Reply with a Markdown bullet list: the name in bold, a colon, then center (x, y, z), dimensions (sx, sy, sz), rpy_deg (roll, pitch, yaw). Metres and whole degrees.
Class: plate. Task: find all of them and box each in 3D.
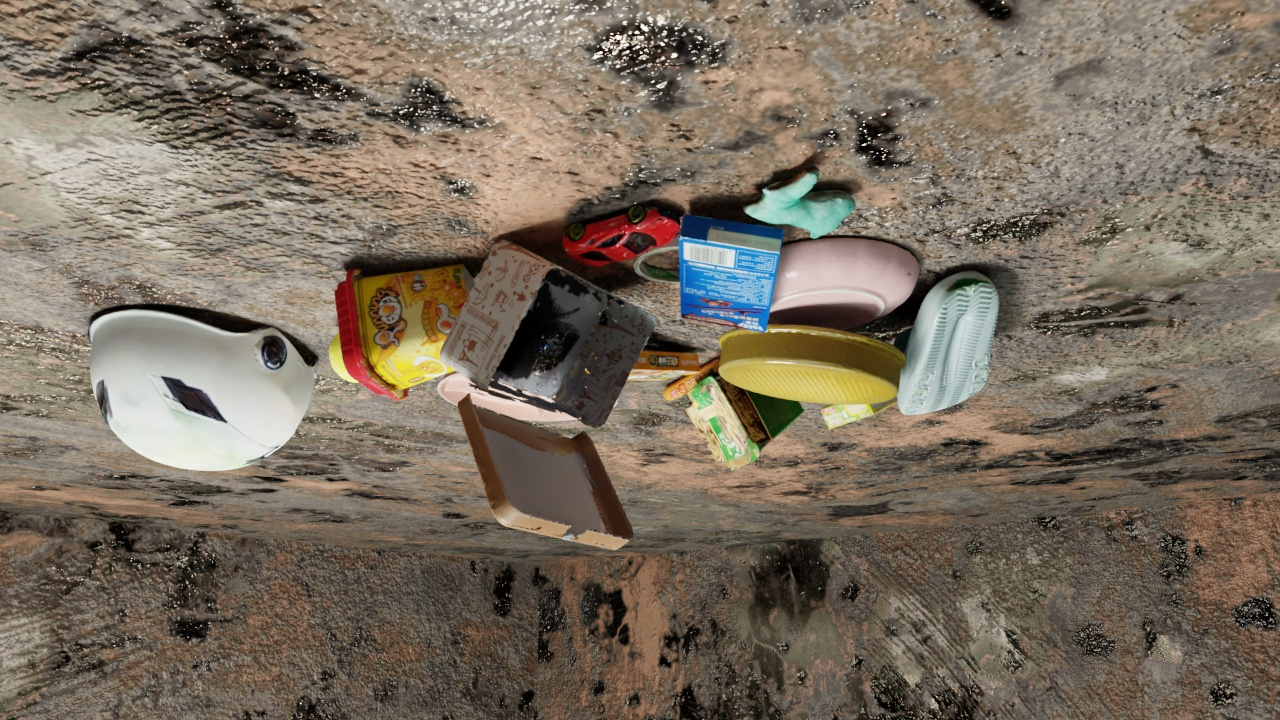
- **plate**: center (-0.143, 0.036, 1.177), dimensions (0.229, 0.028, 0.230), rpy_deg (2, 161, 1)
- **plate**: center (0.179, -0.064, 0.913), dimensions (0.192, 0.039, 0.193), rpy_deg (-1, 162, 0)

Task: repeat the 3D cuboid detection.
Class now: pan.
- **pan**: center (0.207, 0.009, 1.057), dimensions (0.198, 0.078, 0.357), rpy_deg (5, 167, 20)

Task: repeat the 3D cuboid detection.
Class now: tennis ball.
- **tennis ball**: center (-0.313, -0.008, 1.023), dimensions (0.065, 0.065, 0.065), rpy_deg (-1, 162, 0)

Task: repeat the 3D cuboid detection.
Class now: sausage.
- **sausage**: center (0.071, 0.026, 1.218), dimensions (0.021, 0.021, 0.166), rpy_deg (7, 160, -24)

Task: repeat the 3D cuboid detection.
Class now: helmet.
- **helmet**: center (-0.509, 0.049, 1.059), dimensions (0.229, 0.145, 0.259), rpy_deg (-5, 162, 11)

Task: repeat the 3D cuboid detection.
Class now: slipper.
- **slipper**: center (0.324, -0.019, 0.997), dimensions (0.104, 0.074, 0.246), rpy_deg (-20, 146, -4)

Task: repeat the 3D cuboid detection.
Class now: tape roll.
- **tape roll**: center (0.036, -0.094, 0.856), dimensions (0.086, 0.014, 0.086), rpy_deg (0, 162, 0)

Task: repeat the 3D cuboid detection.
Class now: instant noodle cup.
- **instant noodle cup**: center (-0.215, -0.033, 0.892), dimensions (0.124, 0.116, 0.116), rpy_deg (-14, 161, 2)

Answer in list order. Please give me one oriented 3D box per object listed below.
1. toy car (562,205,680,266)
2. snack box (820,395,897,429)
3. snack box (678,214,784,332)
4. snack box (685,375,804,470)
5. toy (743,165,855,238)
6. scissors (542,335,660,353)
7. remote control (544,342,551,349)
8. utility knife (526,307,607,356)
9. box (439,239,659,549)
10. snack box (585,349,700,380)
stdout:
- **toy car**: center (-0.015, -0.106, 0.791), dimensions (0.106, 0.031, 0.049), rpy_deg (-13, 160, 28)
- **snack box**: center (0.308, 0.042, 1.172), dimensions (0.140, 0.033, 0.087), rpy_deg (-20, 174, -31)
- **snack box**: center (0.078, -0.074, 0.820), dimensions (0.084, 0.026, 0.157), rpy_deg (10, 158, 7)
- **snack box**: center (0.138, 0.061, 1.179), dimensions (0.105, 0.118, 0.118), rpy_deg (-28, 174, -24)
- **toy**: center (0.131, -0.126, 0.738), dimensions (0.091, 0.030, 0.097), rpy_deg (4, 159, -21)
- **scissors**: center (-0.049, -0.018, 1.045), dimensions (0.164, 0.014, 0.164), rpy_deg (-4, 171, -17)
- **remote control**: center (-0.162, -0.033, 1.018), dimensions (0.124, 0.024, 0.049), rpy_deg (11, 159, -24)
- **utility knife**: center (-0.092, -0.027, 1.054), dimensions (0.033, 0.015, 0.224), rpy_deg (9, 159, -37)
- **box**: center (-0.084, 0.034, 0.845), dimensions (0.136, 0.269, 0.179), rpy_deg (-9, 160, 33)
- **snack box**: center (-0.007, 0.006, 1.098), dimensions (0.153, 0.026, 0.075), rpy_deg (2, 169, -44)
